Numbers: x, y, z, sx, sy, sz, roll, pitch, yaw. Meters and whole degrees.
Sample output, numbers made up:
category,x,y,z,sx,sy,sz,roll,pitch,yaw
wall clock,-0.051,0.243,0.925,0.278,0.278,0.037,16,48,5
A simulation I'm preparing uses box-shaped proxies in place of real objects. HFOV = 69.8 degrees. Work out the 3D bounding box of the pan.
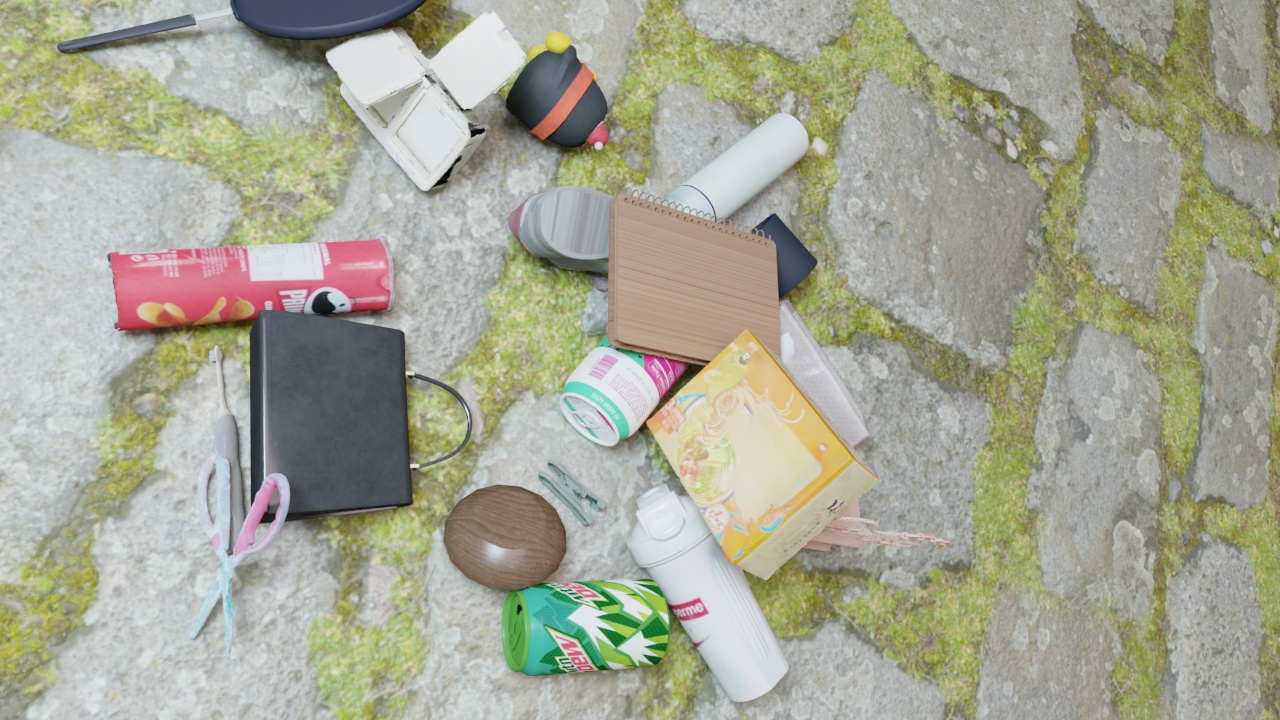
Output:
category,x,y,z,sx,sy,sz,roll,pitch,yaw
pan,-0.372,-0.342,0.889,0.356,0.021,0.198,-20,48,-16

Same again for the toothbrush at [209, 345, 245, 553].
category,x,y,z,sx,sy,sz,roll,pitch,yaw
toothbrush,-0.364,0.075,0.805,0.022,0.024,0.185,15,61,-64

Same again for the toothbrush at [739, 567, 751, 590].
category,x,y,z,sx,sy,sz,roll,pitch,yaw
toothbrush,0.098,0.219,0.992,0.017,0.012,0.186,-22,85,-16

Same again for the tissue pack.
category,x,y,z,sx,sy,sz,roll,pitch,yaw
tissue pack,0.190,0.019,1.054,0.181,0.071,0.103,60,15,-1

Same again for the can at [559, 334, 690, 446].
category,x,y,z,sx,sy,sz,roll,pitch,yaw
can,-0.006,0.006,0.961,0.088,0.088,0.165,45,61,-8

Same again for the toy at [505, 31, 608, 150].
category,x,y,z,sx,sy,sz,roll,pitch,yaw
toy,-0.084,-0.283,1.010,0.119,0.098,0.099,37,79,-21

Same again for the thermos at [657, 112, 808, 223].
category,x,y,z,sx,sy,sz,roll,pitch,yaw
thermos,0.112,-0.218,1.100,0.229,0.068,0.068,-42,95,-29

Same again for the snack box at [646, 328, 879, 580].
category,x,y,z,sx,sy,sz,roll,pitch,yaw
snack box,0.113,0.090,0.883,0.080,0.145,0.195,35,16,-43

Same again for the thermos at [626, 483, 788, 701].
category,x,y,z,sx,sy,sz,roll,pitch,yaw
thermos,0.068,0.231,0.927,0.099,0.100,0.220,-33,94,-30

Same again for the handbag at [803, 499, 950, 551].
category,x,y,z,sx,sy,sz,roll,pitch,yaw
handbag,0.215,0.132,0.970,0.198,0.188,0.116,17,67,-34

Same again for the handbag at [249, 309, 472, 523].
category,x,y,z,sx,sy,sz,roll,pitch,yaw
handbag,-0.250,0.053,0.845,0.195,0.072,0.175,2,74,-30

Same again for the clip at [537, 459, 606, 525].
category,x,y,z,sx,sy,sz,roll,pitch,yaw
clip,-0.071,0.132,0.930,0.076,0.023,0.047,44,59,-10

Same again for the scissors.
category,x,y,z,sx,sy,sz,roll,pitch,yaw
scissors,-0.345,0.150,0.759,0.014,0.159,0.173,12,110,-53

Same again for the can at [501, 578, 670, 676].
category,x,y,z,sx,sy,sz,roll,pitch,yaw
can,-0.052,0.251,0.867,0.144,0.083,0.083,4,73,-25

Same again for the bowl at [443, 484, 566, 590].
category,x,y,z,sx,sy,sz,roll,pitch,yaw
bowl,-0.124,0.157,0.860,0.118,0.030,0.117,10,41,-9

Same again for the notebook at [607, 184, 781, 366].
category,x,y,z,sx,sy,sz,roll,pitch,yaw
notebook,0.060,-0.079,0.954,0.210,0.022,0.169,12,69,-32

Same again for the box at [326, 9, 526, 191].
category,x,y,z,sx,sy,sz,roll,pitch,yaw
box,-0.214,-0.264,0.867,0.143,0.195,0.100,49,34,0

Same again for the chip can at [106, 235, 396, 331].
category,x,y,z,sx,sy,sz,roll,pitch,yaw
chip can,-0.346,-0.070,0.829,0.232,0.073,0.073,-7,78,-27

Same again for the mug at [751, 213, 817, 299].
category,x,y,z,sx,sy,sz,roll,pitch,yaw
mug,0.146,-0.111,1.088,0.105,0.071,0.077,-44,97,-7

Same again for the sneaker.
category,x,y,z,sx,sy,sz,roll,pitch,yaw
sneaker,-0.043,-0.130,0.992,0.235,0.090,0.099,16,88,-46
